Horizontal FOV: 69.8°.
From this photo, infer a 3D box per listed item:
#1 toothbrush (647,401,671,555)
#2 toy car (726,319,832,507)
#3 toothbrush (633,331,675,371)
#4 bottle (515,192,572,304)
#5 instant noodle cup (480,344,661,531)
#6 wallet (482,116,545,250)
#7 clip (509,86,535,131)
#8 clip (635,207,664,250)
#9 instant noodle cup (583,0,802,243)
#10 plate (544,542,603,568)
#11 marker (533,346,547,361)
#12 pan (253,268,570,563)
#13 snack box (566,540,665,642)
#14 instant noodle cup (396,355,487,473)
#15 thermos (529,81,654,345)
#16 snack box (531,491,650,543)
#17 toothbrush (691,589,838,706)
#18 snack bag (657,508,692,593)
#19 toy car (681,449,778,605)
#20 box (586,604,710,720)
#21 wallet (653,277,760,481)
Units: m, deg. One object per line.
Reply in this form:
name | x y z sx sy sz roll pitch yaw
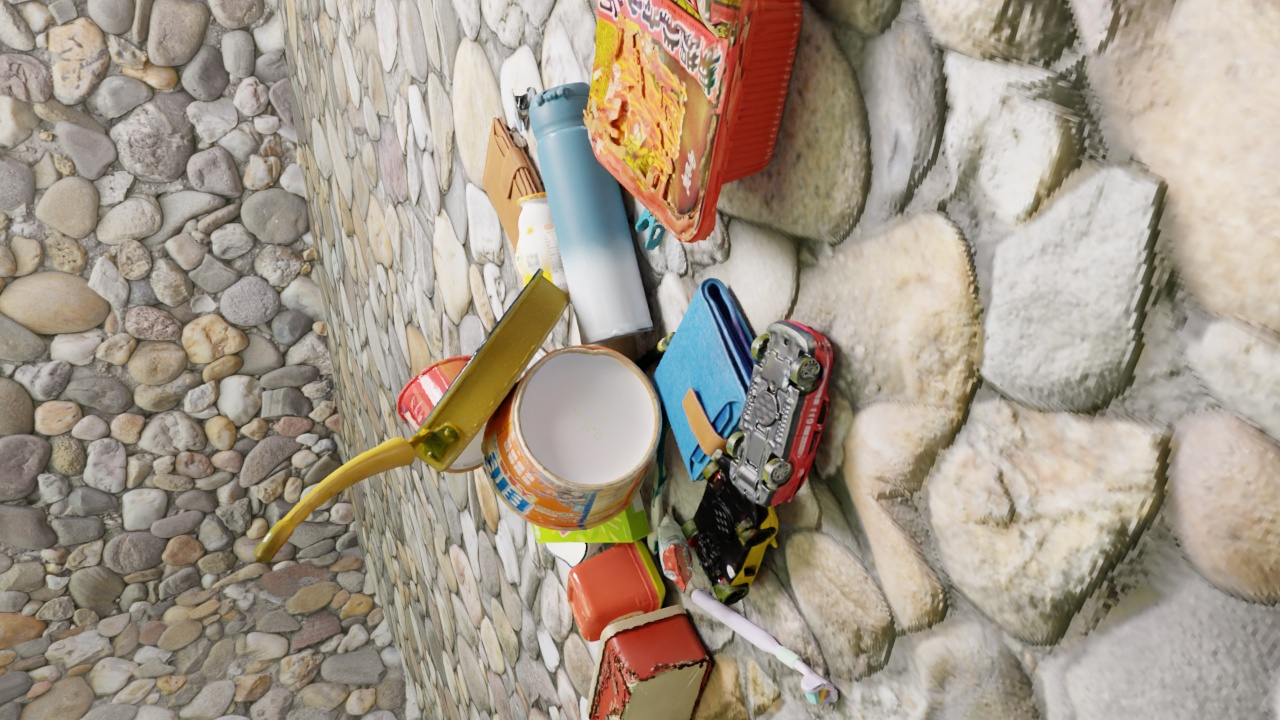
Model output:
toothbrush | 0.020 0.108 0.817 0.016 0.018 0.192 51 147 44
toy car | 0.092 0.033 0.586 0.053 0.045 0.121 37 123 51
toothbrush | -0.005 0.005 0.819 0.186 0.012 0.017 141 124 -63
bottle | -0.090 -0.105 0.884 0.063 0.063 0.108 -8 95 66
instant noodle cup | -0.053 0.061 0.769 0.112 0.151 0.151 126 127 -67
wallet | -0.134 -0.179 0.981 0.131 0.031 0.108 63 154 25
clip | -0.119 -0.256 0.928 0.057 0.028 0.024 118 136 -68
clip | 0.011 -0.112 0.724 0.041 0.014 0.056 64 152 25
instant noodle cup | 0.030 -0.183 0.568 0.164 0.079 0.189 53 146 42
plate | -0.087 0.125 1.017 0.205 0.045 0.205 40 137 51
marker | -0.105 0.002 1.026 0.146 0.016 0.017 42 139 51
pan | -0.170 0.045 0.735 0.078 0.356 0.198 36 130 -8
snack box | -0.027 0.222 0.883 0.091 0.080 0.082 98 149 -56
instant noodle cup | -0.243 0.079 1.231 0.108 0.137 0.138 55 148 28
thermos | -0.043 -0.124 0.776 0.070 0.070 0.220 -15 88 66
snack box | -0.059 0.134 0.895 0.157 0.026 0.086 -12 92 48
toothbrush | 0.089 0.219 0.721 0.021 0.029 0.189 -61 26 -5
snack bag | 0.029 0.161 0.780 0.105 0.026 0.045 -109 2 -81
toy car | 0.070 0.124 0.682 0.071 0.041 0.156 59 156 33
box | 0.006 0.315 0.857 0.169 0.091 0.078 100 150 -41
wallet | 0.049 0.019 0.683 0.133 0.040 0.106 115 140 -56
